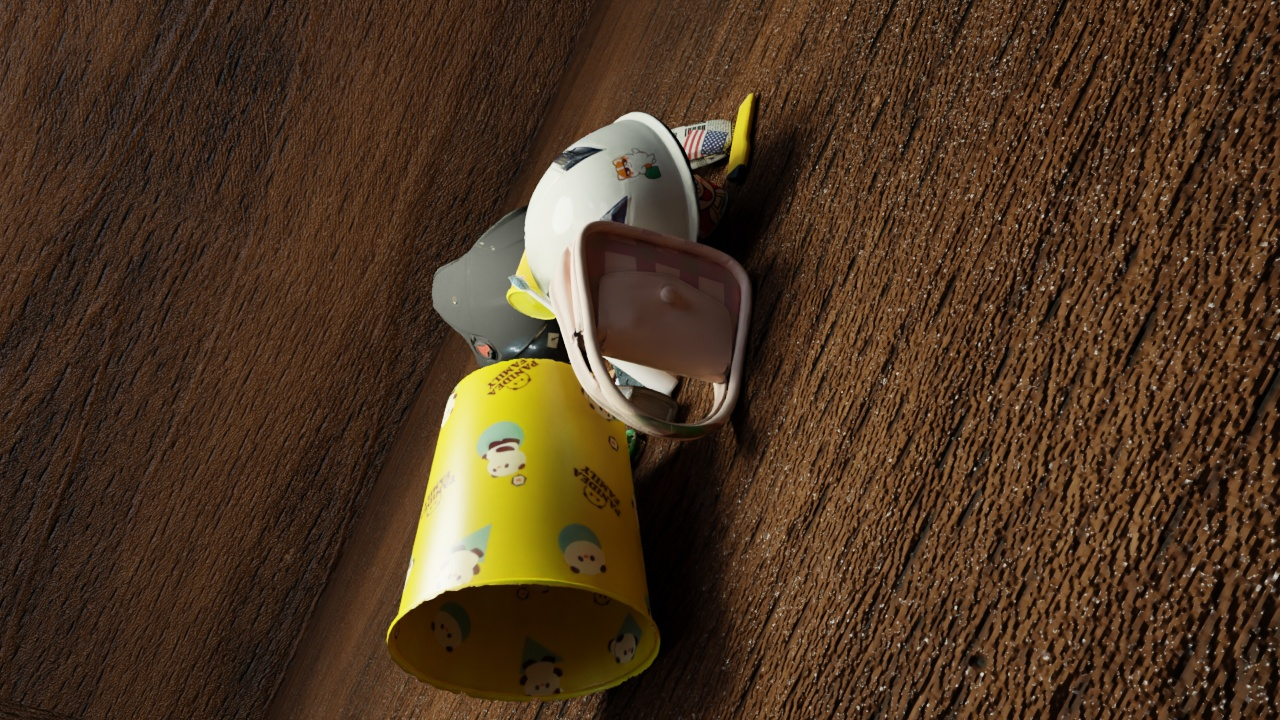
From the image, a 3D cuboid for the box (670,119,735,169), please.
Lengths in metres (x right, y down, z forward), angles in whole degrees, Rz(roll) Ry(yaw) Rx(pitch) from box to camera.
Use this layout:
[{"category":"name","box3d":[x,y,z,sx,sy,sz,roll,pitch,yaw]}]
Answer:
[{"category":"box","box3d":[0.048,-0.271,1.196,0.164,0.052,0.068,-12,64,18]}]

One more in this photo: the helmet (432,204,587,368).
[{"category":"helmet","box3d":[-0.151,-0.091,1.352,0.232,0.230,0.275,-38,-39,-43]}]

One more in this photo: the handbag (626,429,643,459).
[{"category":"handbag","box3d":[-0.077,0.107,1.046,0.120,0.131,0.067,-49,28,34]}]

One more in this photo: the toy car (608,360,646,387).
[{"category":"toy car","box3d":[-0.007,0.007,1.128,0.054,0.036,0.120,-56,31,29]}]

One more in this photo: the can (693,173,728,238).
[{"category":"can","box3d":[0.052,-0.199,1.125,0.067,0.093,0.066,-54,22,33]}]

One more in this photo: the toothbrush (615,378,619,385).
[{"category":"toothbrush","box3d":[-0.039,0.056,1.180,0.021,0.029,0.189,17,79,31]}]

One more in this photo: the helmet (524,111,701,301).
[{"category":"helmet","box3d":[-0.049,-0.143,1.050,0.230,0.156,0.275,63,158,17]}]

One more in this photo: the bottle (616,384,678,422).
[{"category":"bottle","box3d":[-0.031,0.046,1.050,0.195,0.079,0.044,8,78,63]}]

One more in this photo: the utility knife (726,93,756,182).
[{"category":"utility knife","box3d":[0.128,-0.276,1.136,0.033,0.015,0.156,-34,35,48]}]

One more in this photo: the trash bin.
[{"category":"trash bin","box3d":[-0.103,0.152,0.861,0.230,0.229,0.254,-50,30,39]}]

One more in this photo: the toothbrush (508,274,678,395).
[{"category":"toothbrush","box3d":[-0.055,-0.030,1.021,0.027,0.221,0.026,-55,-1,3]}]

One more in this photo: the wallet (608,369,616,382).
[{"category":"wallet","box3d":[-0.070,0.069,1.252,0.115,0.020,0.101,-24,44,59]}]

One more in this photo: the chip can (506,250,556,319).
[{"category":"chip can","box3d":[-0.110,-0.162,1.208,0.072,0.072,0.213,-31,39,60]}]

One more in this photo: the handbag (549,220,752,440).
[{"category":"handbag","box3d":[0.016,-0.018,0.880,0.094,0.193,0.233,123,153,-43]}]
